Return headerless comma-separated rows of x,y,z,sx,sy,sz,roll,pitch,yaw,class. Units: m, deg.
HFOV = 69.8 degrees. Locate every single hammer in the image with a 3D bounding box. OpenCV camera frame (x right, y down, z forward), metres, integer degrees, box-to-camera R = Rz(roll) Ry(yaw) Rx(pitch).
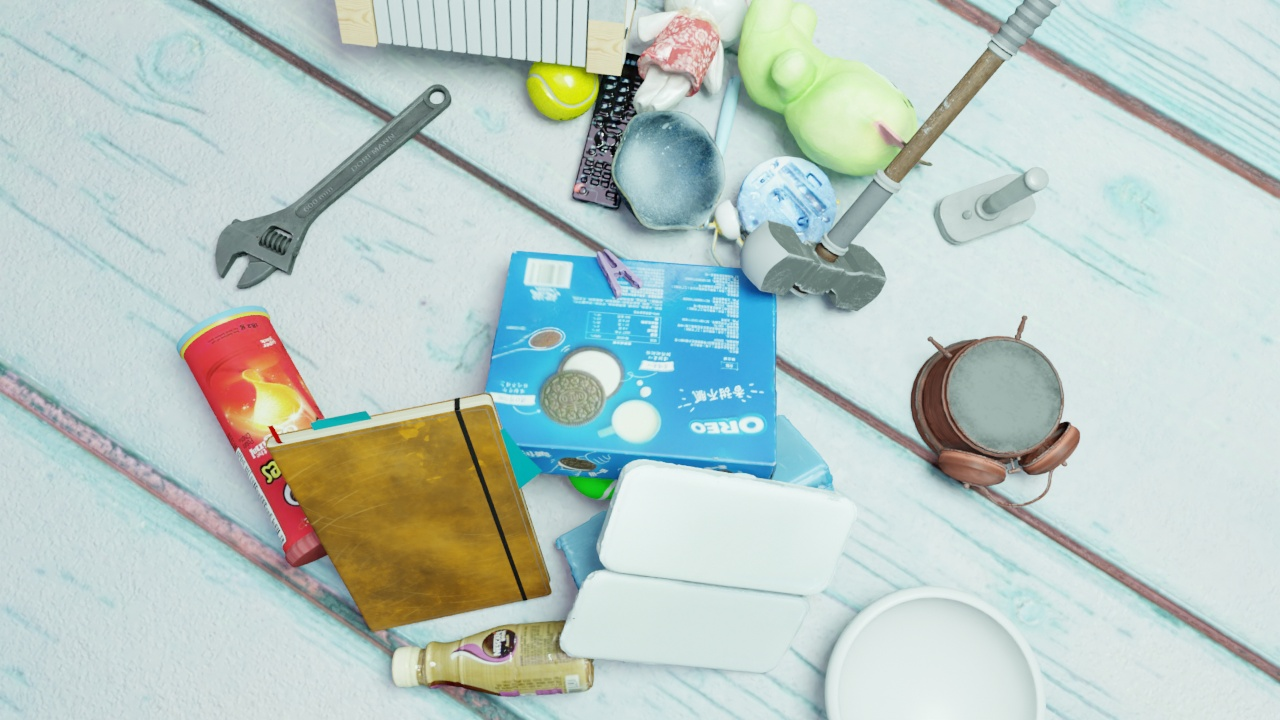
0.219,-0.170,0.718,0.155,0.323,0.043,8,44,-37,hammer

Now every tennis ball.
-0.033,0.088,0.794,0.065,0.065,0.065,0,81,0,tennis ball
-0.071,-0.255,0.847,0.065,0.065,0.065,0,81,0,tennis ball

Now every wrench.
-0.284,-0.167,0.859,0.273,0.018,0.073,-43,84,-8,wrench

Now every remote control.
-0.025,-0.217,0.865,0.047,0.022,0.150,14,83,1,remote control

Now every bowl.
0.017,-0.168,0.833,0.110,0.055,0.110,0,90,-24,bowl
0.237,0.276,0.765,0.176,0.066,0.176,0,81,0,bowl

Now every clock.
0.119,-0.127,0.835,0.125,0.052,0.089,-40,84,-6,clock
0.309,0.049,0.798,0.120,0.072,0.157,-13,81,-2,clock

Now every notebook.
-0.164,0.121,0.722,0.178,0.250,0.014,-11,41,-2,notebook

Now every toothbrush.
0.073,-0.197,0.864,0.016,0.022,0.155,21,79,-39,toothbrush

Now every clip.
-0.016,-0.076,0.788,0.043,0.014,0.051,-5,57,-6,clip

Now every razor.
0.323,-0.144,0.806,0.088,0.116,0.047,-19,87,-3,razor

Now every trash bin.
-0.126,-0.362,0.796,0.247,0.143,0.142,7,46,1,trash bin

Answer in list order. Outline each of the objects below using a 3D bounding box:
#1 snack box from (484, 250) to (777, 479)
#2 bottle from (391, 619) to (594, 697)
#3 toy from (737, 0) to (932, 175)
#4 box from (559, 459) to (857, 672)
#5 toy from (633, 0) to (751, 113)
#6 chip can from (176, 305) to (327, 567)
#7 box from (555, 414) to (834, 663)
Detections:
-0.005,0.005,0.776,0.239,0.056,0.195,5,56,0,snack box
-0.123,0.253,0.772,0.166,0.060,0.059,-4,81,0,bottle
0.166,-0.234,0.817,0.107,0.150,0.197,-36,82,23,toy
0.054,0.172,0.728,0.209,0.045,0.192,14,111,-22,box
0.052,-0.308,0.845,0.159,0.084,0.194,27,75,-14,toy
-0.309,0.063,0.788,0.087,0.087,0.213,-31,82,-5,chip can
0.058,0.158,0.800,0.231,0.094,0.112,-29,125,-6,box
